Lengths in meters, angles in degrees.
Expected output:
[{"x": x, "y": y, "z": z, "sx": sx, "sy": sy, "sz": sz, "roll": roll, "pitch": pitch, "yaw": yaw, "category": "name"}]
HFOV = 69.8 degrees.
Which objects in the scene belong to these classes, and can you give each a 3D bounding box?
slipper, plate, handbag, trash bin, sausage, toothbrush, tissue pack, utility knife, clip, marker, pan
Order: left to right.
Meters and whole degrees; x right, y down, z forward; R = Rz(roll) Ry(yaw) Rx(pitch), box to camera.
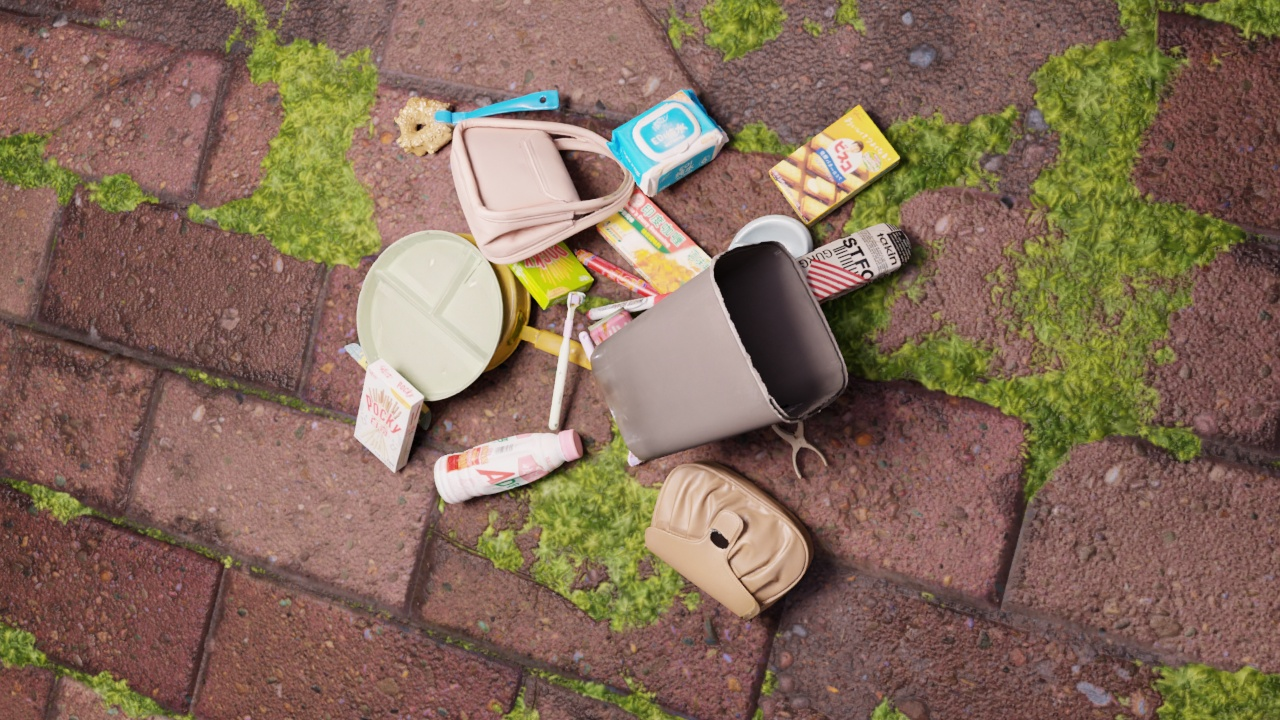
[{"x": -0.359, "y": 0.032, "z": 1.311, "sx": 0.176, "sy": 0.019, "sz": 0.031, "roll": 42, "pitch": 92, "yaw": 17, "category": "utility knife"}, {"x": -0.281, "y": -0.060, "z": 1.235, "sx": 0.231, "sy": 0.027, "sz": 0.230, "roll": -1, "pitch": 87, "yaw": 23, "category": "plate"}, {"x": -0.172, "y": -0.046, "z": 1.249, "sx": 0.358, "sy": 0.078, "sz": 0.198, "roll": 25, "pitch": 97, "yaw": 21, "category": "pan"}, {"x": -0.119, "y": -0.234, "z": 1.189, "sx": 0.234, "sy": 0.094, "sz": 0.193, "roll": -13, "pitch": 57, "yaw": -15, "category": "handbag"}, {"x": -0.100, "y": 0.003, "z": 1.201, "sx": 0.020, "sy": 0.029, "sz": 0.190, "roll": 26, "pitch": 111, "yaw": 41, "category": "toothbrush"}, {"x": -0.039, "y": 0.049, "z": 1.203, "sx": 0.029, "sy": 0.021, "sz": 0.189, "roll": -25, "pitch": 94, "yaw": -13, "category": "toothbrush"}, {"x": -0.026, "y": -0.112, "z": 1.226, "sx": 0.156, "sy": 0.020, "sz": 0.020, "roll": 28, "pitch": 94, "yaw": 14, "category": "sausage"}, {"x": -0.010, "y": -0.071, "z": 1.196, "sx": 0.145, "sy": 0.017, "sz": 0.017, "roll": -9, "pitch": 85, "yaw": 35, "category": "marker"}, {"x": 0.034, "y": -0.282, "z": 1.180, "sx": 0.140, "sy": 0.063, "sz": 0.090, "roll": -33, "pitch": 79, "yaw": -13, "category": "tissue pack"}, {"x": 0.083, "y": 0.002, "z": 1.056, "sx": 0.220, "sy": 0.198, "sz": 0.198, "roll": -28, "pitch": 86, "yaw": 37, "category": "trash bin"}, {"x": 0.105, "y": 0.220, "z": 1.135, "sx": 0.204, "sy": 0.099, "sz": 0.148, "roll": 33, "pitch": 99, "yaw": 17, "category": "handbag"}, {"x": 0.132, "y": -0.071, "z": 1.156, "sx": 0.104, "sy": 0.074, "sz": 0.245, "roll": 23, "pitch": 95, "yaw": 15, "category": "slipper"}, {"x": 0.203, "y": 0.090, "z": 1.152, "sx": 0.076, "sy": 0.034, "sz": 0.103, "roll": -39, "pitch": 84, "yaw": 10, "category": "clip"}]

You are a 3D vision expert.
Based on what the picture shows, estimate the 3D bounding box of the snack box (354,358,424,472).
[{"x": -0.345, "y": 0.078, "z": 1.251, "sx": 0.085, "sy": 0.026, "sz": 0.157, "roll": 39, "pitch": 135, "yaw": 13, "category": "snack box"}]

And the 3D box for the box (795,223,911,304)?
[{"x": 0.249, "y": -0.116, "z": 1.128, "sx": 0.163, "sy": 0.076, "sz": 0.075, "roll": -25, "pitch": 78, "yaw": -8, "category": "box"}]

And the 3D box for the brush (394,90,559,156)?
[{"x": -0.231, "y": -0.340, "z": 1.272, "sx": 0.255, "sy": 0.045, "sz": 0.083, "roll": -6, "pitch": 82, "yaw": 20, "category": "brush"}]

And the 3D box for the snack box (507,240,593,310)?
[{"x": -0.141, "y": -0.145, "z": 1.227, "sx": 0.156, "sy": 0.085, "sz": 0.026, "roll": 51, "pitch": 140, "yaw": 12, "category": "snack box"}]

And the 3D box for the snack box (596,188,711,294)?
[{"x": 0.022, "y": -0.146, "z": 1.204, "sx": 0.077, "sy": 0.027, "sz": 0.156, "roll": -43, "pitch": 78, "yaw": -6, "category": "snack box"}]

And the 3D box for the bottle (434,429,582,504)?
[{"x": -0.175, "y": 0.137, "z": 1.231, "sx": 0.197, "sy": 0.068, "sz": 0.068, "roll": -17, "pitch": 83, "yaw": 10, "category": "bottle"}]

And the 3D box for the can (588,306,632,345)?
[{"x": -0.007, "y": 0.007, "z": 1.182, "sx": 0.058, "sy": 0.058, "sz": 0.147, "roll": -31, "pitch": 92, "yaw": 11, "category": "can"}]

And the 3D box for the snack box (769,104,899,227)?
[{"x": 0.244, "y": -0.244, "z": 1.157, "sx": 0.140, "sy": 0.033, "sz": 0.087, "roll": -35, "pitch": 80, "yaw": 9, "category": "snack box"}]
